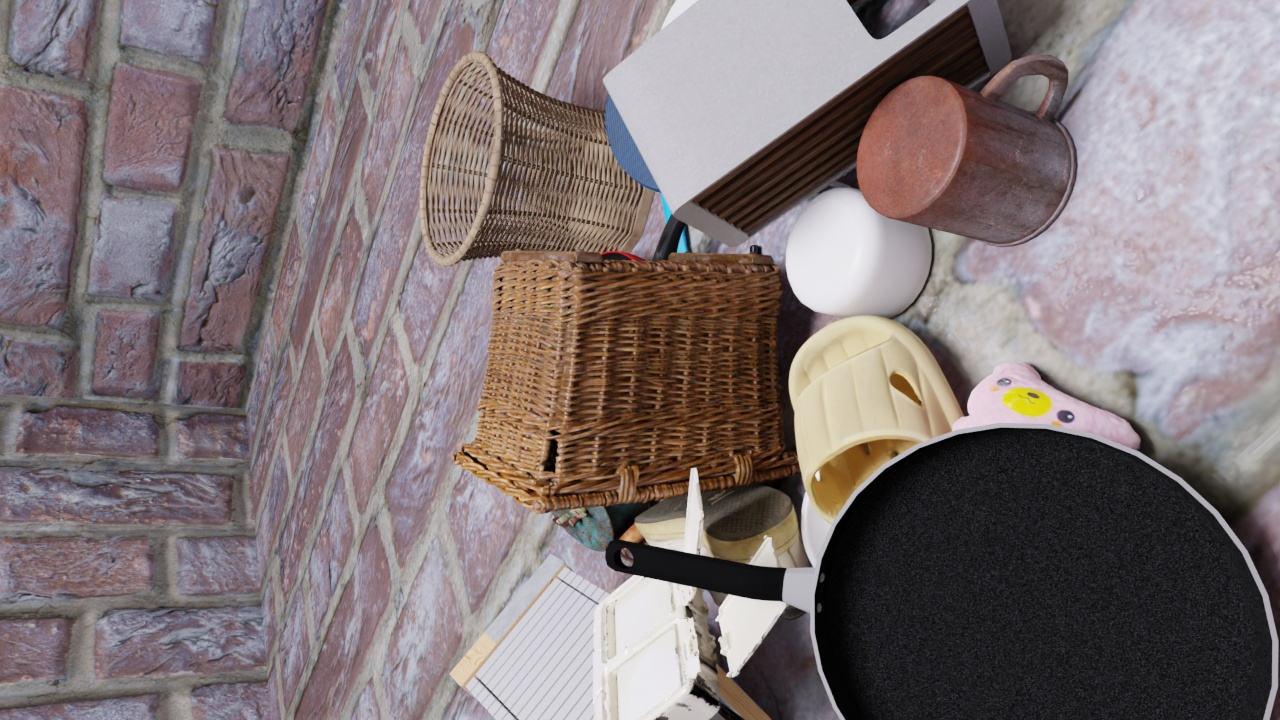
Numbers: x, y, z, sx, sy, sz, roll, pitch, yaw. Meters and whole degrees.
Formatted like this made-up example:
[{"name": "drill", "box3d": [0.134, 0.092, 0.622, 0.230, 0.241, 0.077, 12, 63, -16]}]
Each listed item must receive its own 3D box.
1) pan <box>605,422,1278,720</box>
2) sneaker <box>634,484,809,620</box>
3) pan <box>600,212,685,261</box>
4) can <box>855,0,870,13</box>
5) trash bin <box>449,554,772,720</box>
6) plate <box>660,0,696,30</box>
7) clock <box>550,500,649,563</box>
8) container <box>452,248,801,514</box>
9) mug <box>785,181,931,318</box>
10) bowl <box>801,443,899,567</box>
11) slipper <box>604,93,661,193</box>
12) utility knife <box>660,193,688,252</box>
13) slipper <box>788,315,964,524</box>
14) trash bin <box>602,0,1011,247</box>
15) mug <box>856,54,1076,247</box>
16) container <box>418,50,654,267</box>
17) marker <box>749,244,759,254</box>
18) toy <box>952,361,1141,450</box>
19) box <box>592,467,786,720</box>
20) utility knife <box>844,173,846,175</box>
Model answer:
[{"name": "pan", "box3d": [0.146, 0.138, 0.521, 0.357, 0.034, 0.225, 6, 94, 23]}, {"name": "sneaker", "box3d": [0.075, 0.161, 0.777, 0.102, 0.088, 0.242, 62, 162, -6]}, {"name": "pan", "box3d": [0.006, -0.056, 0.921, 0.357, 0.067, 0.208, -55, 45, 39]}, {"name": "can", "box3d": [0.139, -0.304, 0.738, 0.144, 0.083, 0.083, -32, 58, 52]}, {"name": "trash bin", "box3d": [-0.026, 0.298, 0.792, 0.142, 0.142, 0.247, -49, 26, -18]}, {"name": "plate", "box3d": [0.084, -0.223, 0.737, 0.189, 0.016, 0.189, 14, 116, 32]}, {"name": "clock", "box3d": [-0.046, 0.148, 0.938, 0.121, 0.073, 0.157, -16, 107, 58]}, {"name": "container", "box3d": [-0.004, 0.004, 0.738, 0.162, 0.249, 0.183, 12, 102, 55]}, {"name": "mug", "box3d": [0.158, -0.088, 0.686, 0.095, 0.068, 0.115, -42, 51, 48]}, {"name": "bowl", "box3d": [0.171, 0.114, 0.652, 0.110, 0.040, 0.109, -21, 62, 44]}, {"name": "slipper", "box3d": [0.076, -0.207, 0.853, 0.295, 0.060, 0.118, 19, 106, 45]}, {"name": "utility knife", "box3d": [0.035, -0.152, 0.944, 0.031, 0.015, 0.195, -31, 64, 52]}, {"name": "slipper", "box3d": [0.158, 0.069, 0.590, 0.112, 0.079, 0.261, -41, 49, 29]}, {"name": "trash bin", "box3d": [0.111, -0.197, 0.624, 0.229, 0.114, 0.114, -33, 71, 21]}, {"name": "mug", "box3d": [0.211, -0.137, 0.574, 0.096, 0.110, 0.123, 56, 131, 40]}, {"name": "container", "box3d": [-0.117, -0.204, 1.026, 0.227, 0.196, 0.226, -15, 72, 57]}, {"name": "marker", "box3d": [0.103, -0.030, 0.819, 0.011, 0.011, 0.152, -14, 73, 57]}, {"name": "toy", "box3d": [0.227, 0.042, 0.545, 0.102, 0.093, 0.050, 48, 159, 55]}, {"name": "box", "box3d": [0.024, 0.179, 0.646, 0.145, 0.065, 0.186, -99, 33, -62]}, {"name": "utility knife", "box3d": [0.120, -0.167, 0.762, 0.118, 0.015, 0.022, 27, 129, 37]}]
